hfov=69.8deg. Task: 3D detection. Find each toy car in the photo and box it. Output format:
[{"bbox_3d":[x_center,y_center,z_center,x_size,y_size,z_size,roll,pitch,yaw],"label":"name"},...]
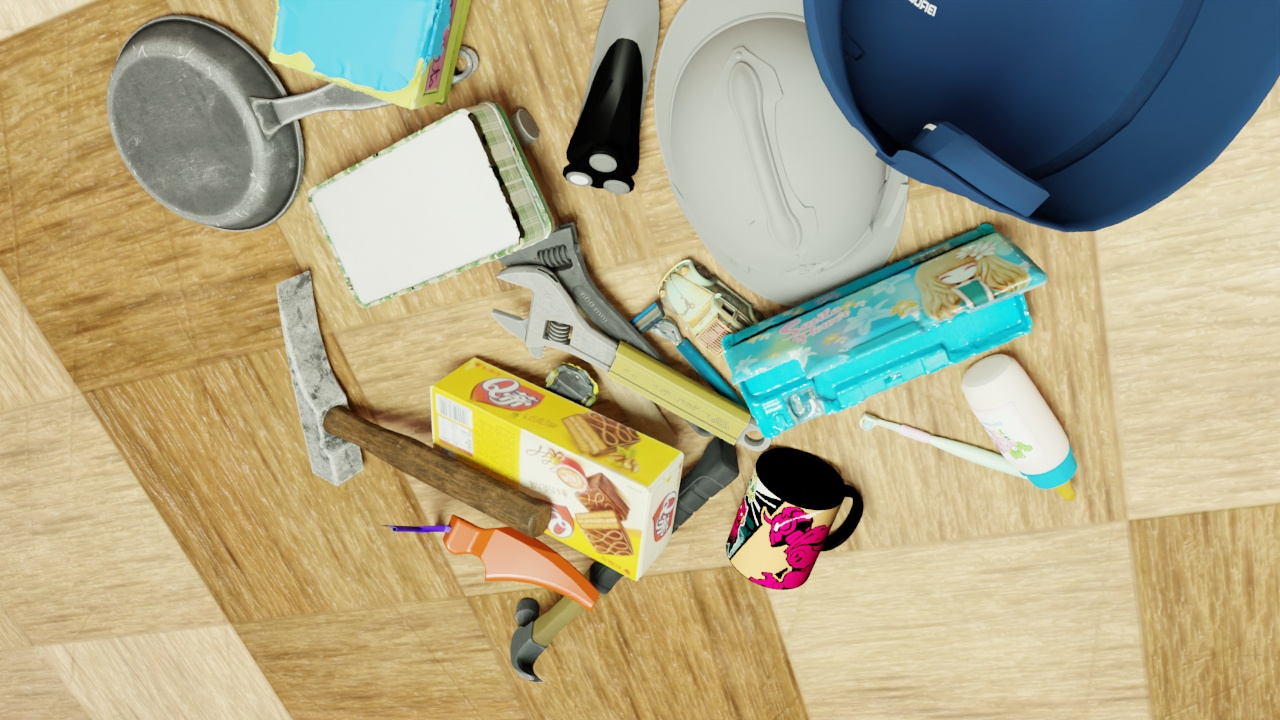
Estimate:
[{"bbox_3d":[-0.070,0.041,0.843,0.049,0.030,0.107,39,134,5],"label":"toy car"},{"bbox_3d":[0.064,-0.033,0.766,0.112,0.047,0.047,37,121,-10],"label":"toy car"}]

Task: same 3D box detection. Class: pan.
[{"bbox_3d":[-0.300,-0.208,0.764,0.357,0.055,0.187,-6,116,21],"label":"pan"}]

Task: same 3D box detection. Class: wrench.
[{"bbox_3d":[-0.005,0.004,0.779,0.273,0.018,0.084,28,127,-6],"label":"wrench"},{"bbox_3d":[-0.023,-0.030,0.782,0.073,0.018,0.273,-32,110,31],"label":"wrench"}]

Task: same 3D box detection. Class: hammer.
[{"bbox_3d":[-0.204,0.058,0.819,0.301,0.036,0.218,20,126,29],"label":"hammer"},{"bbox_3d":[-0.060,-0.050,0.806,0.120,0.030,0.331,-24,113,25],"label":"hammer"},{"bbox_3d":[-0.024,0.197,0.888,0.025,0.117,0.334,34,116,-20],"label":"hammer"}]

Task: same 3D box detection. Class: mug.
[{"bbox_3d":[0.146,0.143,0.832,0.118,0.081,0.098,3,123,-20],"label":"mug"}]

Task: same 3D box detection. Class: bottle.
[{"bbox_3d":[0.320,0.062,0.755,0.051,0.051,0.146,-31,107,26],"label":"bottle"}]

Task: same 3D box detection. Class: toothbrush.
[{"bbox_3d":[0.266,0.075,0.795,0.155,0.015,0.022,18,155,4],"label":"toothbrush"}]

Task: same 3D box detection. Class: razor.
[{"bbox_3d":[0.052,0.005,0.805,0.144,0.022,0.042,44,133,-12],"label":"razor"},{"bbox_3d":[-0.017,-0.206,0.690,0.057,0.060,0.156,11,101,-6],"label":"razor"}]

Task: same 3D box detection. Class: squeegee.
[{"bbox_3d":[-0.124,0.182,0.851,0.185,0.250,0.055,27,79,2],"label":"squeegee"}]

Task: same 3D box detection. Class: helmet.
[{"bbox_3d":[0.201,-0.221,0.523,0.272,0.223,0.233,29,110,-38],"label":"helmet"},{"bbox_3d":[0.099,-0.134,0.661,0.184,0.117,0.271,-13,116,20],"label":"helmet"}]

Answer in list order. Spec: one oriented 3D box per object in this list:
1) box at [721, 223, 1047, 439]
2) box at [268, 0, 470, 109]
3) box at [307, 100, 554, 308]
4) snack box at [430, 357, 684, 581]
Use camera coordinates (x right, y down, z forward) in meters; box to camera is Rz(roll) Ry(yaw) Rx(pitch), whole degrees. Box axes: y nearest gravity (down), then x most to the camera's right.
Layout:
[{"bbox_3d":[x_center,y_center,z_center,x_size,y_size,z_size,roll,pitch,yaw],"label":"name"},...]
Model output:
[{"bbox_3d":[0.184,-0.004,0.685,0.227,0.121,0.098,-24,113,10],"label":"box"},{"bbox_3d":[-0.178,-0.301,0.647,0.124,0.080,0.221,18,115,2],"label":"box"},{"bbox_3d":[-0.173,-0.121,0.742,0.206,0.049,0.117,-17,101,34],"label":"box"},{"bbox_3d":[-0.079,0.094,0.817,0.230,0.061,0.110,23,128,23],"label":"snack box"}]
